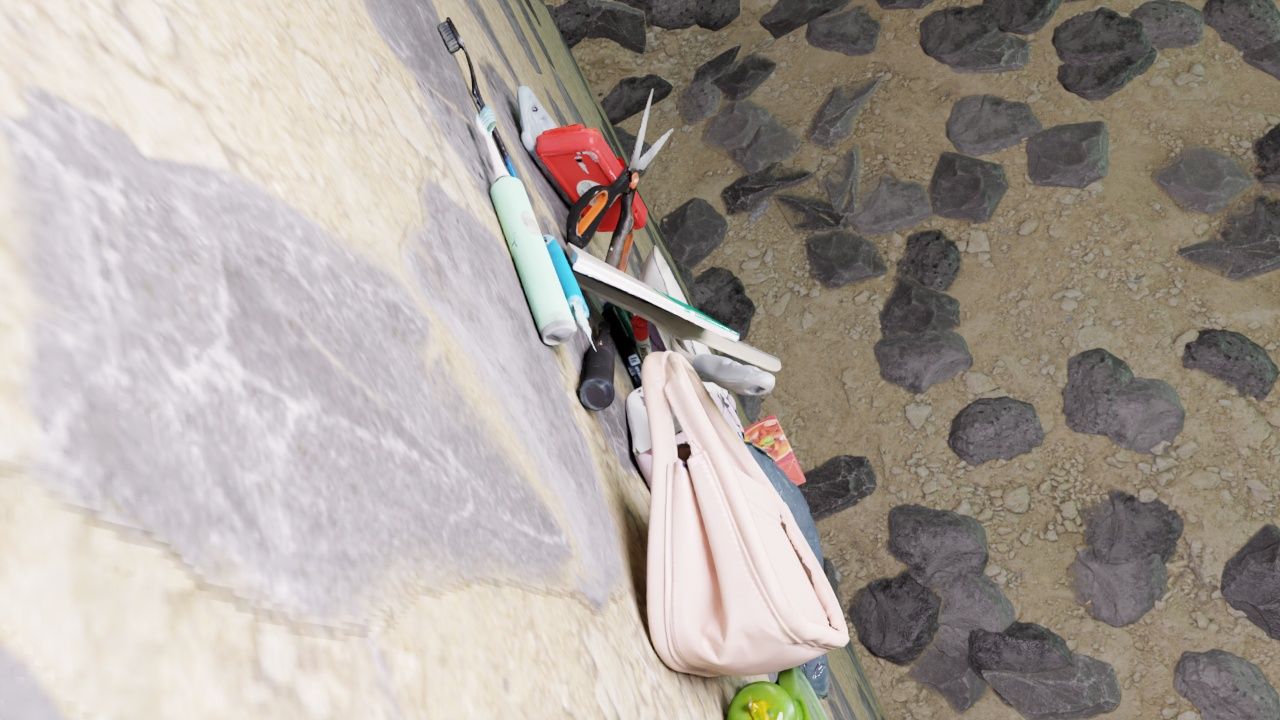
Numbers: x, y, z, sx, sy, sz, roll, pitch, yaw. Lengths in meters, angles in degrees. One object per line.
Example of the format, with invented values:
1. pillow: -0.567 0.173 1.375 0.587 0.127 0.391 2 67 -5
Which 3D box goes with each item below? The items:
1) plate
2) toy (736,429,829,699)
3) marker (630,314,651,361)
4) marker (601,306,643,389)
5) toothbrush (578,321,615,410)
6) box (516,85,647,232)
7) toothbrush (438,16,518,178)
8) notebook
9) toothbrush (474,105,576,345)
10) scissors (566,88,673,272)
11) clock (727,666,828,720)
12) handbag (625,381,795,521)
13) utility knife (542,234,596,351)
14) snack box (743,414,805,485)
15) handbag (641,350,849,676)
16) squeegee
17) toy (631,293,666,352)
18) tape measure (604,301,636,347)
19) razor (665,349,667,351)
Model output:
1. plate: 0.059 -0.008 1.088 0.161 0.034 0.266 -90 155 -68
2. toy: 0.146 0.204 0.997 0.137 0.091 0.356 -62 136 -63
3. marker: 0.004 -0.012 0.985 0.145 0.017 0.017 79 -11 -68
4. marker: -0.006 0.006 0.953 0.132 0.020 0.022 64 8 10
5. toothbrush: -0.033 -0.003 0.764 0.212 0.026 0.027 -94 -169 -75
6. box: -0.066 -0.235 1.070 0.201 0.112 0.099 46 44 -64
7. toothbrush: -0.140 -0.221 0.824 0.014 0.016 0.189 104 -37 -87
8. notebook: 0.002 -0.065 0.844 0.150 0.012 0.209 25 6 -11
9. toothbrush: -0.092 -0.107 0.689 0.026 0.027 0.224 10 49 -45
10. scissors: -0.019 -0.182 1.018 0.229 0.022 0.221 -38 142 -52
11. clock: 0.107 0.280 0.643 0.116 0.056 0.161 66 7 23
12. handbag: 0.068 0.116 0.821 0.197 0.098 0.144 61 13 -18
13. utility knife: -0.055 -0.053 0.709 0.034 0.018 0.209 65 -2 -28
14. snack box: 0.137 0.128 1.173 0.044 0.113 0.127 58 8 -29
15. handbag: 0.055 0.097 0.638 0.193 0.093 0.234 40 31 -62
16. squeegee: 0.053 -0.002 0.750 0.246 0.039 0.246 23 7 -19
17. toy: 0.000 -0.041 1.079 0.108 0.039 0.083 63 16 -21
18. tape measure: -0.018 -0.043 1.012 0.058 0.025 0.054 61 7 -18
19. razor: 0.048 -0.008 1.237 0.062 0.067 0.167 62 1 -18
